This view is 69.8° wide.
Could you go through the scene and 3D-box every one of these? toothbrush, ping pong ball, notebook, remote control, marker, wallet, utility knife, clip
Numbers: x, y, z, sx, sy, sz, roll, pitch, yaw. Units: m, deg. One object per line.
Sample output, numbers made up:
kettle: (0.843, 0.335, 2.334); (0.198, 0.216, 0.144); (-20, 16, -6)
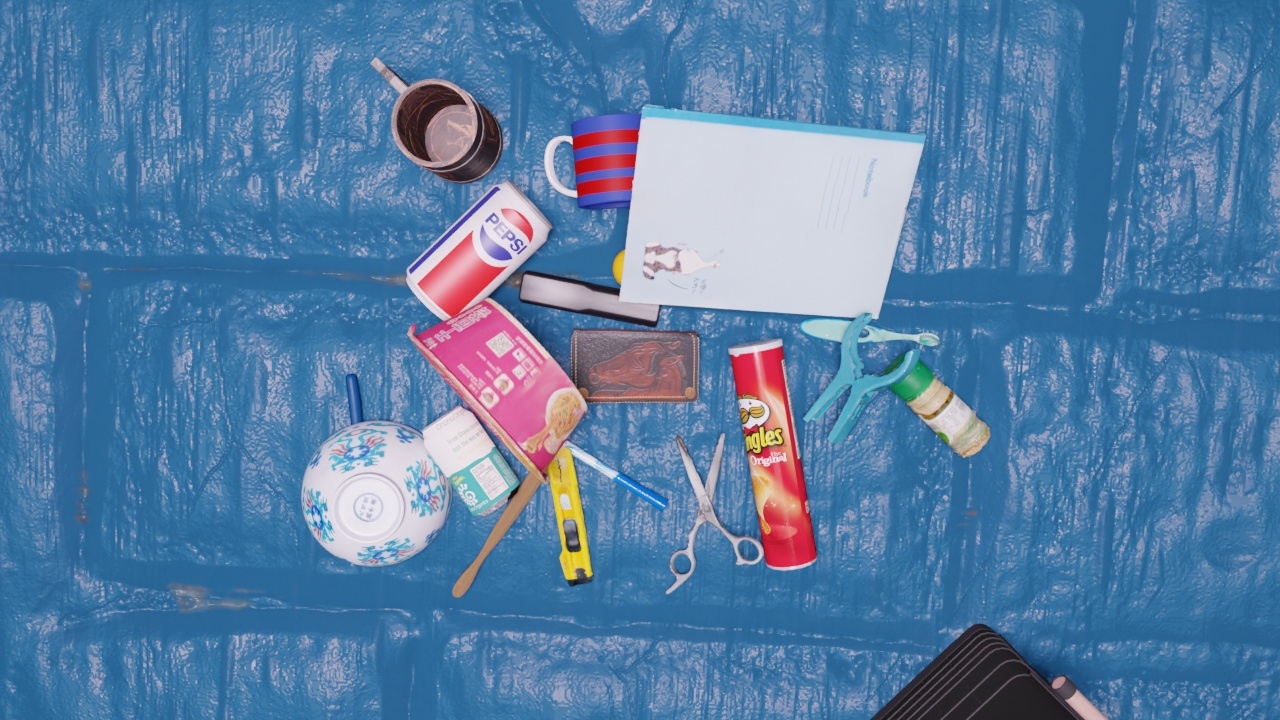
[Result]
toothbrush: (-0.276, 0.096, 0.908); (0.014, 0.014, 0.168); (-5, 95, -3)
toothbrush: (0.220, -0.026, 0.879); (0.135, 0.017, 0.022); (6, 103, 1)
ping pong ball: (-0.006, -0.087, 0.869); (0.040, 0.040, 0.040); (0, 95, 2)
notebook: (0.115, -0.127, 0.826); (0.253, 0.009, 0.181); (3, 117, -8)
remote control: (-0.048, -0.059, 0.885); (0.136, 0.015, 0.032); (11, 96, 1)
toothbrush: (-0.138, 0.165, 0.911); (0.016, 0.016, 0.167); (34, 94, -3)
marker: (-0.035, 0.106, 0.902); (0.142, 0.013, 0.013); (32, 95, -1)
wallet: (-0.005, 0.005, 0.888); (0.123, 0.019, 0.072); (0, 100, 2)
utility knife: (-0.073, 0.146, 0.902); (0.030, 0.017, 0.165); (-9, 97, -2)
clip: (0.194, 0.003, 0.866); (0.130, 0.031, 0.121); (-38, 72, 30)

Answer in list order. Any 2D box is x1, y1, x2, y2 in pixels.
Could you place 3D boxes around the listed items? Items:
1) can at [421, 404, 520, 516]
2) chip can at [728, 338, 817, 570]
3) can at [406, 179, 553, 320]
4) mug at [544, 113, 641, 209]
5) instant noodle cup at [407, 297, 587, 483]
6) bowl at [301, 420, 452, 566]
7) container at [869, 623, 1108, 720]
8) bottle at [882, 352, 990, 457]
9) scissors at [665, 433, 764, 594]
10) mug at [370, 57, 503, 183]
can: (-0.164, 0.097, 0.884); (0.055, 0.055, 0.101); (-34, 94, 4)
chip can: (0.127, 0.089, 0.876); (0.052, 0.051, 0.215); (-10, 95, 3)
can: (-0.150, -0.101, 0.857); (0.132, 0.070, 0.070); (-43, 93, 5)
mug: (-0.040, -0.180, 0.851); (0.112, 0.074, 0.076); (-2, 96, 28)
instant noodle cup: (-0.120, 0.019, 0.827); (0.077, 0.179, 0.178); (-43, 93, -12)
bowl: (-0.253, 0.133, 0.868); (0.144, 0.074, 0.144); (-1, 94, -9)
container: (0.321, 0.389, 0.859); (0.163, 0.130, 0.241); (44, 95, -3)
bottle: (0.281, 0.042, 0.872); (0.111, 0.043, 0.043); (43, 95, -4)
scissors: (0.055, 0.154, 0.898); (0.141, 0.014, 0.162); (48, 109, 14)
mug: (-0.186, -0.218, 0.828); (0.116, 0.107, 0.080); (45, 95, -3)
